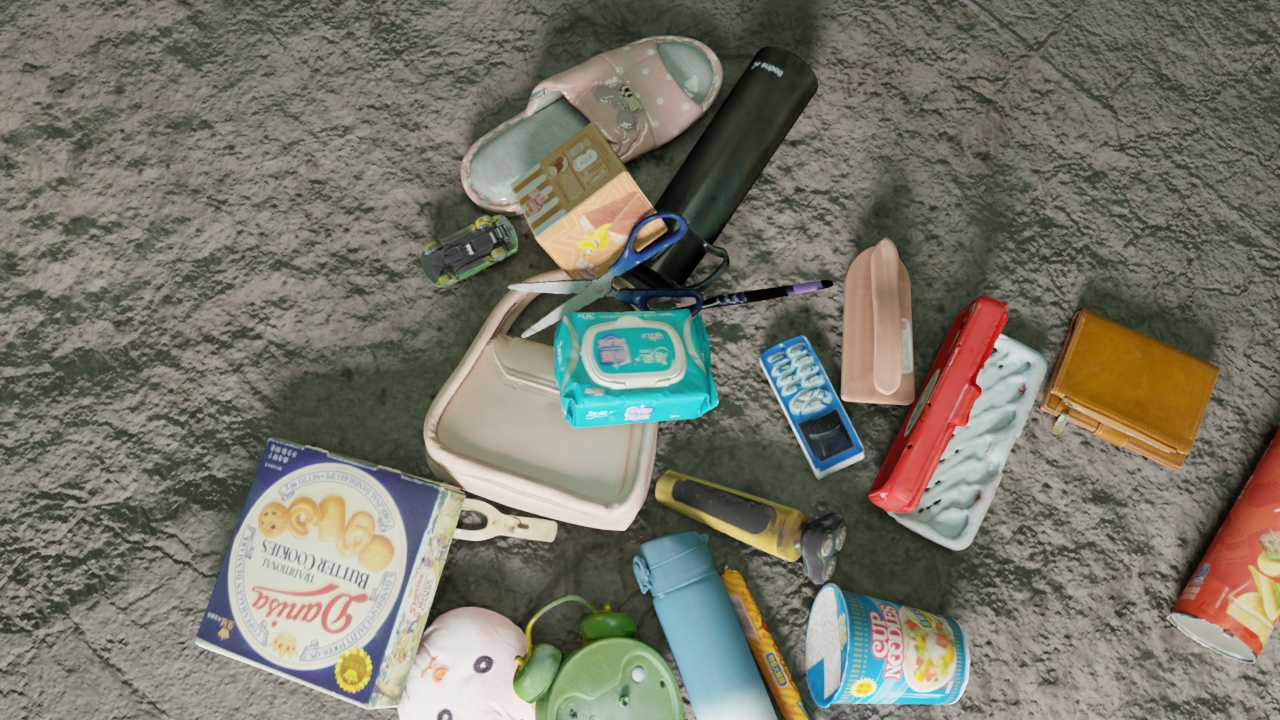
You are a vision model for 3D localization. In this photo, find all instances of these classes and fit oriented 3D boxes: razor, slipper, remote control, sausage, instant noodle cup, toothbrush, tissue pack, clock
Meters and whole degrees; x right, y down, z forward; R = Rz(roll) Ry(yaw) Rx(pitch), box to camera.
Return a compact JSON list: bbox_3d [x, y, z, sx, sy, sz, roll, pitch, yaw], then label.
[{"bbox_3d":[0.093,0.135,0.788,0.167,0.068,0.062,20,77,10],"label":"razor"},{"bbox_3d":[-0.046,-0.228,0.864,0.274,0.054,0.114,-29,80,-5],"label":"slipper"},{"bbox_3d":[0.153,0.041,0.824,0.049,0.024,0.125,-24,78,-5],"label":"remote control"},{"bbox_3d":[0.108,0.251,0.782,0.021,0.021,0.165,-25,80,-5],"label":"sausage"},{"bbox_3d":[0.203,0.239,0.753,0.110,0.099,0.099,9,78,-7],"label":"instant noodle cup"},{"bbox_3d":[0.091,-0.058,0.834,0.189,0.017,0.014,-10,62,-14],"label":"toothbrush"},{"bbox_3d":[-0.004,0.004,0.757,0.133,0.050,0.093,-3,58,-13],"label":"tissue pack"},{"bbox_3d":[-0.037,0.268,0.740,0.115,0.056,0.161,-23,85,-31],"label":"clock"}]

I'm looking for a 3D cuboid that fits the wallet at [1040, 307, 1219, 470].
[{"bbox_3d":[0.436,0.029,0.821,0.131,0.035,0.119,26,79,7],"label":"wallet"}]

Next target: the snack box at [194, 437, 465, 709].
[{"bbox_3d":[-0.256,0.171,0.761,0.178,0.046,0.182,11,77,20],"label":"snack box"}]

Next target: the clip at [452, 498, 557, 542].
[{"bbox_3d":[-0.130,0.143,0.807,0.104,0.087,0.034,12,75,-26],"label":"clip"}]

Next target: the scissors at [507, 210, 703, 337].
[{"bbox_3d":[-0.022,-0.070,0.783,0.162,0.012,0.163,21,104,-17],"label":"scissors"}]

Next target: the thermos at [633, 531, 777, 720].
[{"bbox_3d":[0.059,0.249,0.761,0.070,0.070,0.220,-22,79,-5],"label":"thermos"}]

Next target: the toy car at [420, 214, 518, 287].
[{"bbox_3d":[-0.157,-0.099,0.846,0.091,0.036,0.043,-25,80,-6],"label":"toy car"}]

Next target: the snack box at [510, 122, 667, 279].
[{"bbox_3d":[-0.046,-0.135,0.805,0.094,0.077,0.092,-36,45,7],"label":"snack box"}]

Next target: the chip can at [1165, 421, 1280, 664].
[{"bbox_3d":[0.535,0.147,0.780,0.073,0.073,0.216,35,81,7],"label":"chip can"}]

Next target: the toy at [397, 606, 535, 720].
[{"bbox_3d":[-0.123,0.282,0.762,0.159,0.054,0.121,34,77,-1],"label":"toy"}]

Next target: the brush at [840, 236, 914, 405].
[{"bbox_3d":[0.212,-0.034,0.815,0.063,0.073,0.145,4,77,1],"label":"brush"}]

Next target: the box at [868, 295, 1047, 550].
[{"bbox_3d":[0.283,0.054,0.785,0.100,0.095,0.201,27,78,8],"label":"box"}]

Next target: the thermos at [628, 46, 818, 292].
[{"bbox_3d":[0.083,-0.168,0.844,0.090,0.068,0.242,29,81,19],"label":"thermos"}]

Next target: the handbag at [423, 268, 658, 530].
[{"bbox_3d":[-0.066,0.019,0.807,0.193,0.093,0.233,16,70,2],"label":"handbag"}]
